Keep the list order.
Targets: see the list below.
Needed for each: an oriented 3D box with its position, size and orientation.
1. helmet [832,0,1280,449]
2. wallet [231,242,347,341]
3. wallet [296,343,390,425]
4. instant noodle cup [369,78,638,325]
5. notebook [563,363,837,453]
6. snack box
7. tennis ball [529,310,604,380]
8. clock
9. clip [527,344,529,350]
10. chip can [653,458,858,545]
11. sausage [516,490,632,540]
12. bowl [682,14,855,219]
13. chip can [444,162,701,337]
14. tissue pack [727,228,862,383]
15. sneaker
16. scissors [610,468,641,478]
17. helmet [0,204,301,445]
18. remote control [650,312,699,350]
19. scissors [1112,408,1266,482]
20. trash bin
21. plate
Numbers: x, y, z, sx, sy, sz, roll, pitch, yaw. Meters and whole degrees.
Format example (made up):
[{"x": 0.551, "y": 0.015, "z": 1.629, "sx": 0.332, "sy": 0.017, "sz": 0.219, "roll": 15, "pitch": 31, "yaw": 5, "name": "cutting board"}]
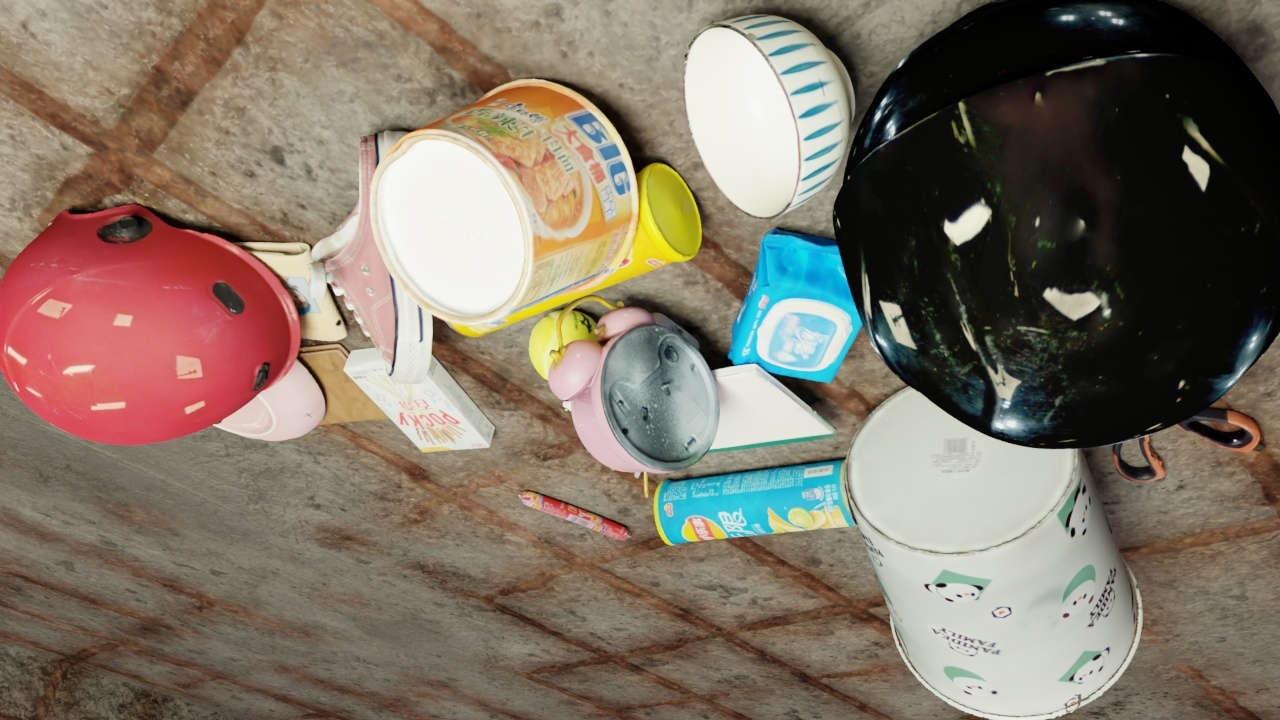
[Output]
[{"x": 0.229, "y": -0.065, "z": 0.510, "sx": 0.234, "sy": 0.229, "sz": 0.275, "roll": -19, "pitch": 97, "yaw": 34, "name": "helmet"}, {"x": -0.320, "y": -0.062, "z": 0.822, "sx": 0.087, "sy": 0.024, "sz": 0.115, "roll": 2, "pitch": 144, "yaw": 4, "name": "wallet"}, {"x": -0.321, "y": 0.026, "z": 0.946, "sx": 0.101, "sy": 0.020, "sz": 0.115, "roll": -6, "pitch": 139, "yaw": 21, "name": "wallet"}, {"x": -0.092, "y": -0.096, "z": 0.590, "sx": 0.151, "sy": 0.111, "sz": 0.151, "roll": 12, "pitch": 117, "yaw": 24, "name": "instant noodle cup"}, {"x": 0.054, "y": 0.054, "z": 0.846, "sx": 0.210, "sy": 0.012, "sz": 0.150, "roll": -12, "pitch": 148, "yaw": 36, "name": "notebook"}, {"x": -0.222, "y": 0.041, "z": 0.935, "sx": 0.085, "sy": 0.026, "sz": 0.157, "roll": -6, "pitch": 141, "yaw": 21, "name": "snack box"}, {"x": -0.063, "y": -0.011, "z": 0.791, "sx": 0.065, "sy": 0.065, "sz": 0.066, "roll": 7, "pitch": 144, "yaw": 5, "name": "tennis ball"}, {"x": -0.009, "y": 0.019, "z": 0.728, "sx": 0.060, "sy": 0.117, "sz": 0.158, "roll": -21, "pitch": 105, "yaw": 50, "name": "clock"}, {"x": -0.076, "y": -0.007, "z": 0.838, "sx": 0.055, "sy": 0.037, "sz": 0.013, "roll": 17, "pitch": 142, "yaw": 3, "name": "clip"}, {"x": 0.122, "y": 0.150, "z": 0.963, "sx": 0.211, "sy": 0.071, "sz": 0.071, "roll": -11, "pitch": 140, "yaw": 26, "name": "chip can"}, {"x": -0.078, "y": 0.186, "z": 1.106, "sx": 0.155, "sy": 0.020, "sz": 0.020, "roll": 24, "pitch": 142, "yaw": -19, "name": "sausage"}, {"x": 0.083, "y": -0.150, "z": 0.545, "sx": 0.066, "sy": 0.116, "sz": 0.117, "roll": -25, "pitch": 149, "yaw": -19, "name": "bowl"}, {"x": -0.060, "y": -0.078, "z": 0.694, "sx": 0.214, "sy": 0.071, "sz": 0.072, "roll": -17, "pitch": 137, "yaw": 33, "name": "chip can"}, {"x": 0.127, "y": -0.038, "z": 0.719, "sx": 0.095, "sy": 0.052, "sz": 0.157, "roll": 10, "pitch": 144, "yaw": -1, "name": "tissue pack"}, {"x": -0.209, "y": -0.071, "z": 0.712, "sx": 0.087, "sy": 0.118, "sz": 0.242, "roll": -3, "pitch": 140, "yaw": -12, "name": "sneaker"}, {"x": 0.000, "y": 0.075, "z": 0.939, "sx": 0.171, "sy": 0.012, "sz": 0.144, "roll": -22, "pitch": 133, "yaw": 35, "name": "scissors"}, {"x": -0.429, "y": -0.012, "z": 0.775, "sx": 0.240, "sy": 0.143, "sz": 0.207, "roll": 3, "pitch": 126, "yaw": 13, "name": "helmet"}, {"x": -0.005, "y": 0.005, "z": 0.831, "sx": 0.056, "sy": 0.020, "sz": 0.136, "roll": 36, "pitch": 138, "yaw": -16, "name": "remote control"}, {"x": 0.449, "y": 0.050, "z": 0.796, "sx": 0.224, "sy": 0.015, "sz": 0.189, "roll": 12, "pitch": 144, "yaw": -1, "name": "scissors"}, {"x": 0.306, "y": 0.159, "z": 0.815, "sx": 0.230, "sy": 0.229, "sz": 0.252, "roll": -10, "pitch": 135, "yaw": 26, "name": "trash bin"}, {"x": -0.419, "y": 0.026, "z": 0.932, "sx": 0.192, "sy": 0.038, "sz": 0.193, "roll": 12, "pitch": 142, "yaw": 9, "name": "plate"}]
